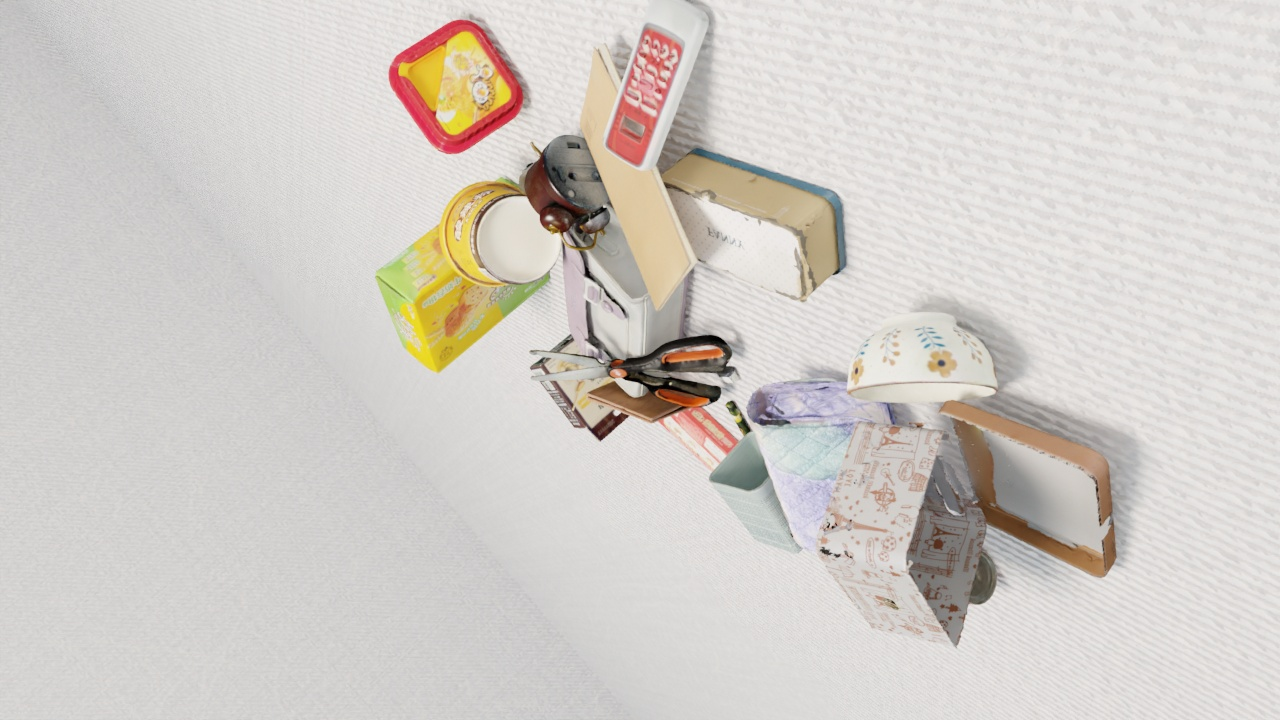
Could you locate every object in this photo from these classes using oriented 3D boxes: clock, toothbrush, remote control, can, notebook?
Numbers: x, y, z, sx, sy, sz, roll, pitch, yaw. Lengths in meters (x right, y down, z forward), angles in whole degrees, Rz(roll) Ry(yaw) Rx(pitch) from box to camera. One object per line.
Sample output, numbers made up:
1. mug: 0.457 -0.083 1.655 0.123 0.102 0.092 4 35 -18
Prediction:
1. clock: -0.071 -0.171 0.938 0.055 0.081 0.122 -27 73 50
2. toothbrush: 0.056 0.012 1.102 0.018 0.015 0.181 51 157 -26
3. remote control: 0.010 -0.225 0.745 0.056 0.020 0.136 39 122 28
4. toothbrush: 0.147 0.125 1.112 0.186 0.017 0.012 58 -169 -20
5. can: 0.299 0.219 0.951 0.053 0.053 0.133 54 155 -11
6. notebook: -0.009 -0.162 0.851 0.150 0.012 0.211 129 120 -74

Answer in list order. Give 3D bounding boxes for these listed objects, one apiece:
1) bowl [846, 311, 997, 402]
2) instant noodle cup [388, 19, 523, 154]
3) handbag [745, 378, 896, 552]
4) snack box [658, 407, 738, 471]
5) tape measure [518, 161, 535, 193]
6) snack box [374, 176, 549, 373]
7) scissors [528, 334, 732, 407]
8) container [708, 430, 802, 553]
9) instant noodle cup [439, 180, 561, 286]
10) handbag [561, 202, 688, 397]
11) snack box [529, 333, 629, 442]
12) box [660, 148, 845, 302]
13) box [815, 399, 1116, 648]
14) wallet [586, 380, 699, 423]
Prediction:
1. bowl: 0.221 -0.003 0.725 0.114 0.113 0.062 163 111 -64
2. instant noodle cup: -0.204 -0.287 0.996 0.116 0.116 0.124 55 167 -13
3. handbag: 0.193 0.107 0.910 0.134 0.075 0.194 -4 127 25
4. snack box: 0.085 0.103 1.172 0.153 0.025 0.075 43 156 14
5. tape measure: -0.109 -0.195 1.052 0.066 0.033 0.066 37 154 21
6. snack box: -0.214 -0.105 1.144 0.070 0.209 0.158 37 154 22
7. scissors: -0.002 0.018 1.013 0.222 0.021 0.210 -17 143 24
8. container: 0.155 0.154 1.058 0.090 0.090 0.111 5 134 57
9. instant noodle cup: -0.148 -0.134 0.998 0.118 0.118 0.114 60 165 -23
10. handbag: -0.026 -0.066 1.035 0.145 0.098 0.197 44 155 24
11. snack box: -0.060 0.023 1.191 0.125 0.113 0.053 56 156 -14
12. box: 0.096 -0.118 0.796 0.184 0.059 0.090 28 149 35
13. box: 0.279 0.144 0.749 0.194 0.156 0.183 6 149 37
14. wallet: 0.007 0.044 1.108 0.101 0.115 0.020 19 114 34
